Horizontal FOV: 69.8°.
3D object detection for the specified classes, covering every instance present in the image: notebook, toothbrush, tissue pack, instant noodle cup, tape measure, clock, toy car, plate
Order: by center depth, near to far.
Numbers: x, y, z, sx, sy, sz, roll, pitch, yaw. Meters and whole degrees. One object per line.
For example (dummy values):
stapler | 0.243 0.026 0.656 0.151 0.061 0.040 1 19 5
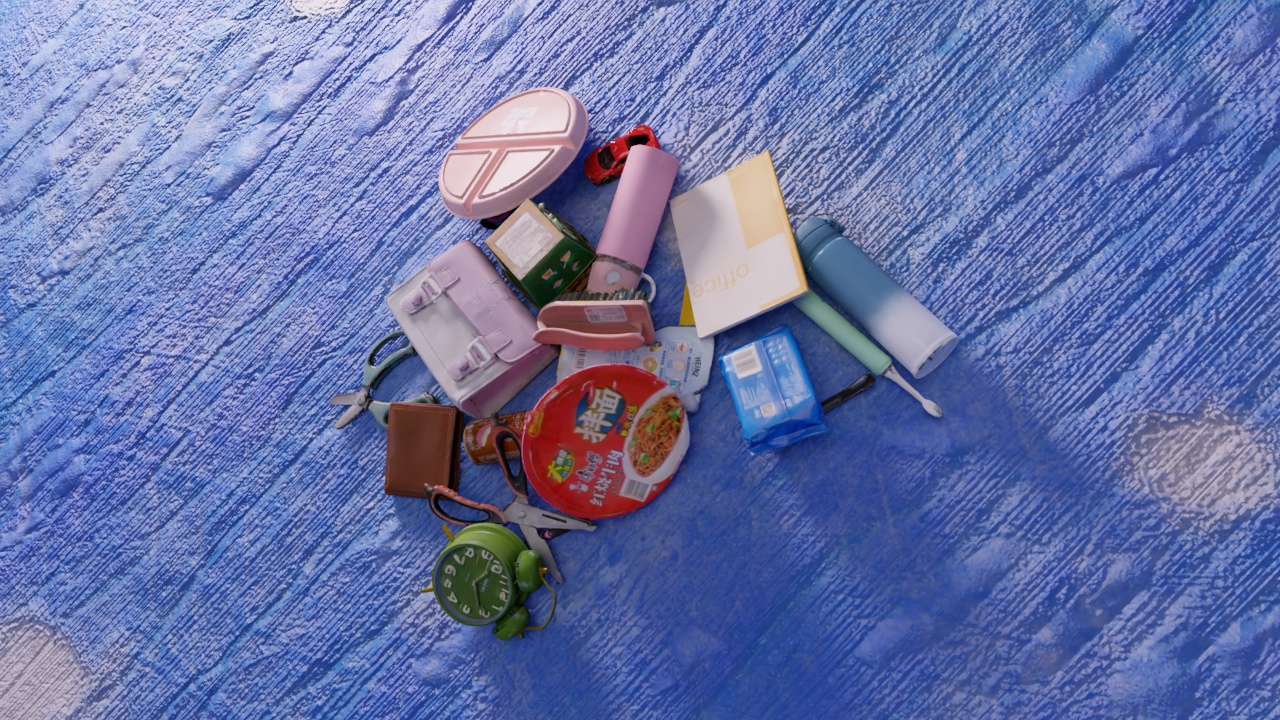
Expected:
tissue pack | 0.149 0.034 1.036 0.095 0.052 0.157 -23 50 11
toothbrush | 0.254 -0.012 1.042 0.224 0.027 0.026 45 99 24
instant noodle cup | -0.044 0.084 1.056 0.194 0.194 0.066 -42 24 3
clock | -0.172 0.261 1.075 0.161 0.056 0.116 21 102 11
notebook | 0.113 -0.139 1.098 0.146 0.010 0.206 -24 60 26
toothbrush | -0.107 0.208 1.107 0.189 0.017 0.014 -24 78 10
toy car | -0.027 -0.270 1.206 0.106 0.031 0.049 -24 68 13
plate | -0.174 -0.280 1.212 0.230 0.028 0.229 -18 47 20
tape measure | -0.183 -0.201 1.234 0.058 0.039 0.057 2 76 24

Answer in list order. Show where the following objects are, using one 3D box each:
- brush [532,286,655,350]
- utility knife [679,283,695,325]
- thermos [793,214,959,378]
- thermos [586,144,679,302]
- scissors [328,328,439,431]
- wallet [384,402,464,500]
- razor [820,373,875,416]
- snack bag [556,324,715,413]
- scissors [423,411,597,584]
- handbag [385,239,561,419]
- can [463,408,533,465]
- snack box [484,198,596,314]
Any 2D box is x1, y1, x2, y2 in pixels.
brush | -0.057 -0.045 1.096 0.146 0.063 0.072 1 46 18
utility knife | 0.070 -0.107 1.136 0.033 0.015 0.154 2 76 37
thermos | 0.258 -0.077 1.038 0.070 0.070 0.220 -42 67 3
thermos | -0.002 -0.162 1.148 0.087 0.067 0.198 17 85 0
scissors | -0.334 0.049 1.226 0.178 0.019 0.173 42 90 23
wallet | -0.279 0.115 1.175 0.101 0.032 0.124 3 87 19
razor | 0.203 0.055 1.043 0.143 0.022 0.042 -30 46 8
snack bag | -0.007 0.007 1.118 0.191 0.039 0.110 5 70 18
scissors | -0.159 0.174 1.099 0.189 0.015 0.222 -25 87 15
handbag | -0.215 -0.043 1.174 0.145 0.098 0.197 -39 67 -1
can | -0.141 0.090 1.128 0.147 0.058 0.057 -11 72 15
snack box | -0.130 -0.133 1.161 0.117 0.105 0.118 -45 66 3
